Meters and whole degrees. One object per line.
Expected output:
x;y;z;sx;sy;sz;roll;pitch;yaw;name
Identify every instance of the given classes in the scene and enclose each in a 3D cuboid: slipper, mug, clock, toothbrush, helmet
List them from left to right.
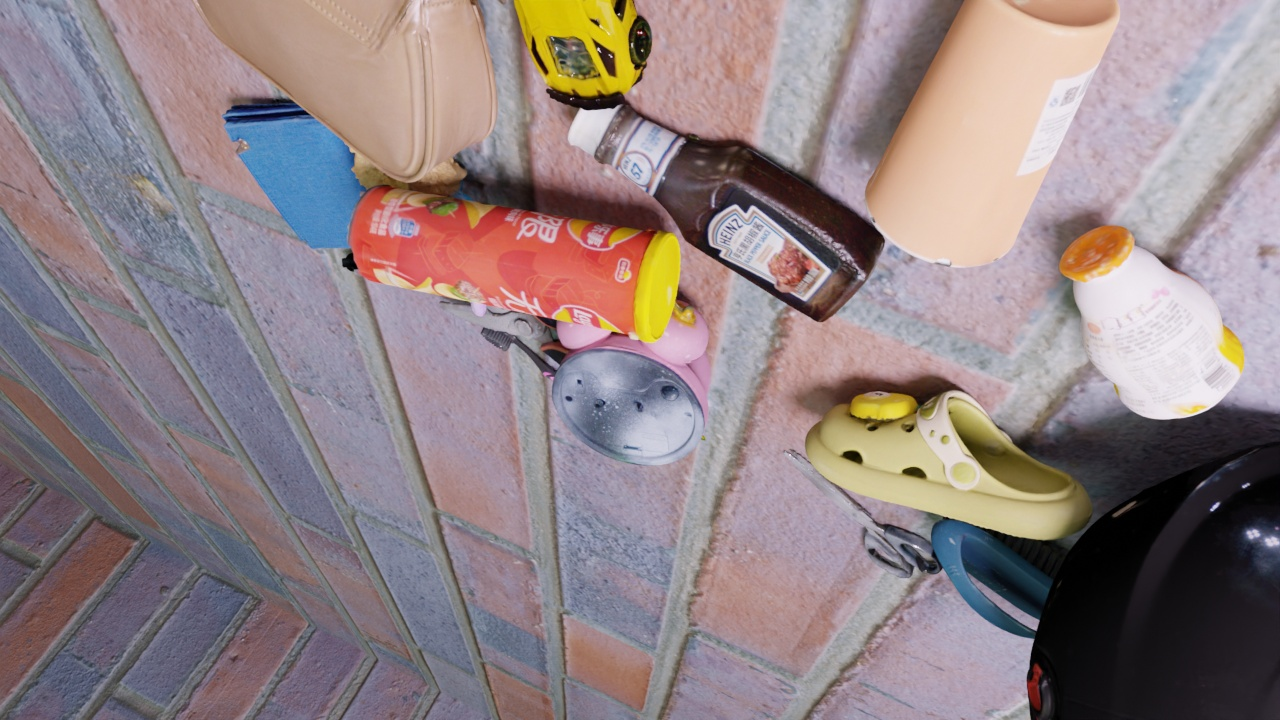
-0.069;0.024;0.841;0.189;0.017;0.014;38;146;-16;toothbrush
-0.004;0.004;0.677;0.117;0.059;0.159;7;133;16;clock
0.208;0.057;0.621;0.191;0.091;0.082;17;109;33;slipper
0.159;-0.112;0.417;0.078;0.078;0.123;24;143;10;mug
0.349;0.178;0.526;0.233;0.229;0.275;6;154;-9;helmet

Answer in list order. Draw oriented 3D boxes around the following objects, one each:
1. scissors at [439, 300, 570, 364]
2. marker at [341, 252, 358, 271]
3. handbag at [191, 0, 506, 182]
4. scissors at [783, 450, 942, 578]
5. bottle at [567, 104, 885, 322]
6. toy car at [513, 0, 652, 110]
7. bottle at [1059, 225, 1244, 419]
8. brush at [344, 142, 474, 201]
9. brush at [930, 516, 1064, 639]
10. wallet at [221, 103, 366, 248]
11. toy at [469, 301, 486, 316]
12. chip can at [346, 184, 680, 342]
-0.076;-0.030;0.757;0.216;0.015;0.196;-26;108;46;scissors
-0.210;-0.086;0.795;0.132;0.020;0.022;4;-177;35;marker
-0.163;-0.204;0.509;0.204;0.099;0.148;40;146;7;handbag
0.195;0.130;0.786;0.137;0.014;0.175;9;140;32;scissors
0.047;-0.097;0.553;0.195;0.043;0.080;32;151;-1;bottle
-0.042;-0.204;0.478;0.071;0.041;0.156;13;143;25;toy car
0.259;-0.020;0.471;0.108;0.063;0.063;44;146;-22;bottle
-0.100;-0.106;0.670;0.254;0.045;0.083;27;144;-3;brush
0.283;0.169;0.706;0.144;0.073;0.055;35;153;-9;brush
-0.260;-0.146;0.736;0.106;0.040;0.133;4;140;22;wallet
-0.158;-0.093;0.724;0.108;0.038;0.084;32;122;5;toy
-0.084;-0.068;0.611;0.217;0.073;0.073;13;145;17;chip can
